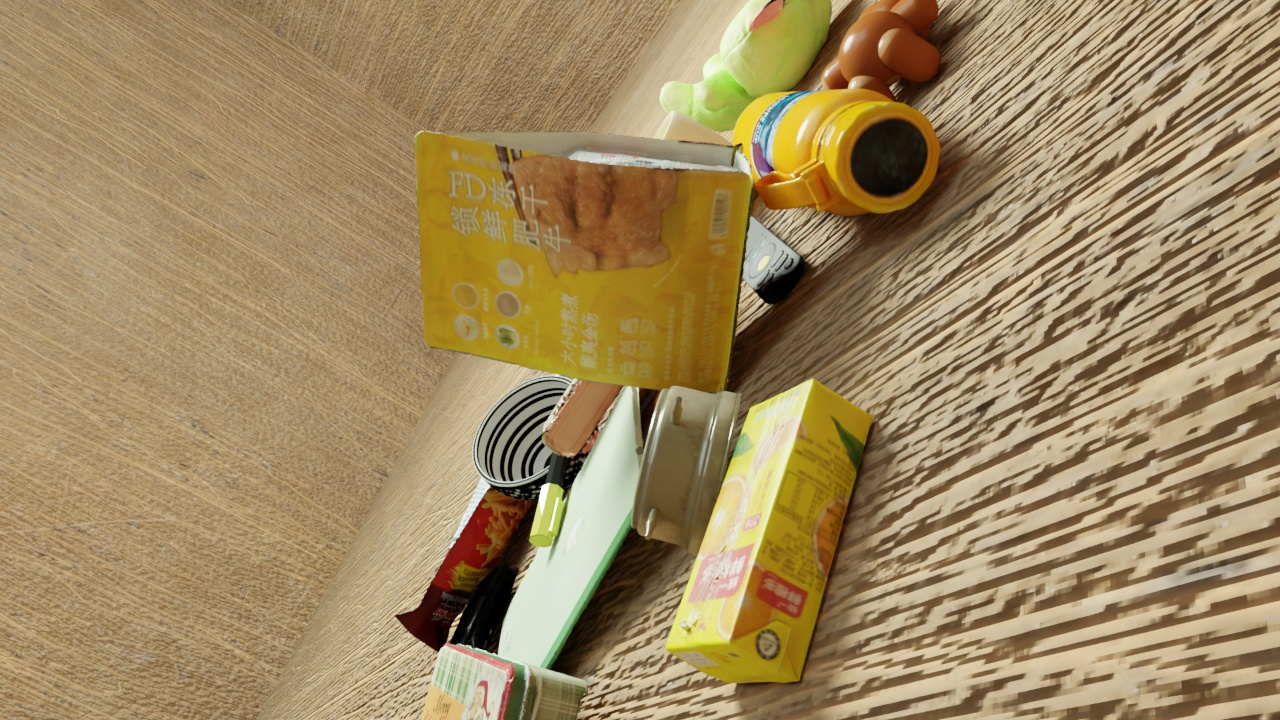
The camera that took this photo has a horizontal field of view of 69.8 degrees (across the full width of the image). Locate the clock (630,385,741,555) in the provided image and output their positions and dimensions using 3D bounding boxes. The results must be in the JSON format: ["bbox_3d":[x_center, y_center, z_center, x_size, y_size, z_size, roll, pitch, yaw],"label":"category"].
[{"bbox_3d":[0.024,0.059,0.529,0.141,0.054,0.093,34,-111,-84],"label":"clock"}]

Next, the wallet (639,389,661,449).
[{"bbox_3d":[0.006,0.055,0.709,0.123,0.019,0.072,-56,14,10],"label":"wallet"}]

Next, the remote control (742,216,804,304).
[{"bbox_3d":[0.093,-0.077,0.693,0.041,0.020,0.151,-55,15,13],"label":"remote control"}]

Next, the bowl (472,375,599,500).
[{"bbox_3d":[-0.087,0.081,0.851,0.120,0.066,0.120,-18,45,19],"label":"bowl"}]

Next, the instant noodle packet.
[{"bbox_3d":[-0.042,-0.070,0.627,0.084,0.221,0.163,-80,-5,-59],"label":"instant noodle packet"}]

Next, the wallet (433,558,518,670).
[{"bbox_3d":[-0.146,0.235,0.825,0.115,0.026,0.089,-49,15,53],"label":"wallet"}]

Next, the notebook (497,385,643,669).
[{"bbox_3d":[-0.057,0.152,0.675,0.253,0.010,0.181,-62,12,20],"label":"notebook"}]

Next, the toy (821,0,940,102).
[{"bbox_3d":[0.178,-0.225,0.659,0.095,0.065,0.127,-37,15,36],"label":"toy"}]

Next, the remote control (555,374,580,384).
[{"bbox_3d":[-0.058,0.018,0.943,0.143,0.049,0.024,-56,14,12],"label":"remote control"}]

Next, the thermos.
[{"bbox_3d":[0.118,-0.134,0.610,0.091,0.076,0.232,-58,14,10],"label":"thermos"}]

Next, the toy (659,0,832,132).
[{"bbox_3d":[0.121,-0.309,0.938,0.149,0.107,0.197,-40,12,-34],"label":"toy"}]

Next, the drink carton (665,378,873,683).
[{"bbox_3d":[0.060,0.079,0.427,0.059,0.043,0.134,-33,29,58],"label":"drink carton"}]

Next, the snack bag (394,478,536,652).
[{"bbox_3d":[-0.166,0.182,0.912,0.207,0.067,0.139,-58,-14,-22],"label":"snack bag"}]

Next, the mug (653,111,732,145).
[{"bbox_3d":[0.046,-0.155,0.852,0.120,0.099,0.096,-62,11,13],"label":"mug"}]

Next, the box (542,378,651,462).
[{"bbox_3d":[-0.003,0.005,0.738,0.187,0.082,0.041,-54,17,11],"label":"box"}]

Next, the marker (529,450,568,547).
[{"bbox_3d":[-0.069,0.096,0.752,0.021,0.017,0.123,-21,38,27],"label":"marker"}]

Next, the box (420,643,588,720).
[{"bbox_3d":[-0.099,0.243,0.574,0.206,0.051,0.117,-27,45,65],"label":"box"}]
